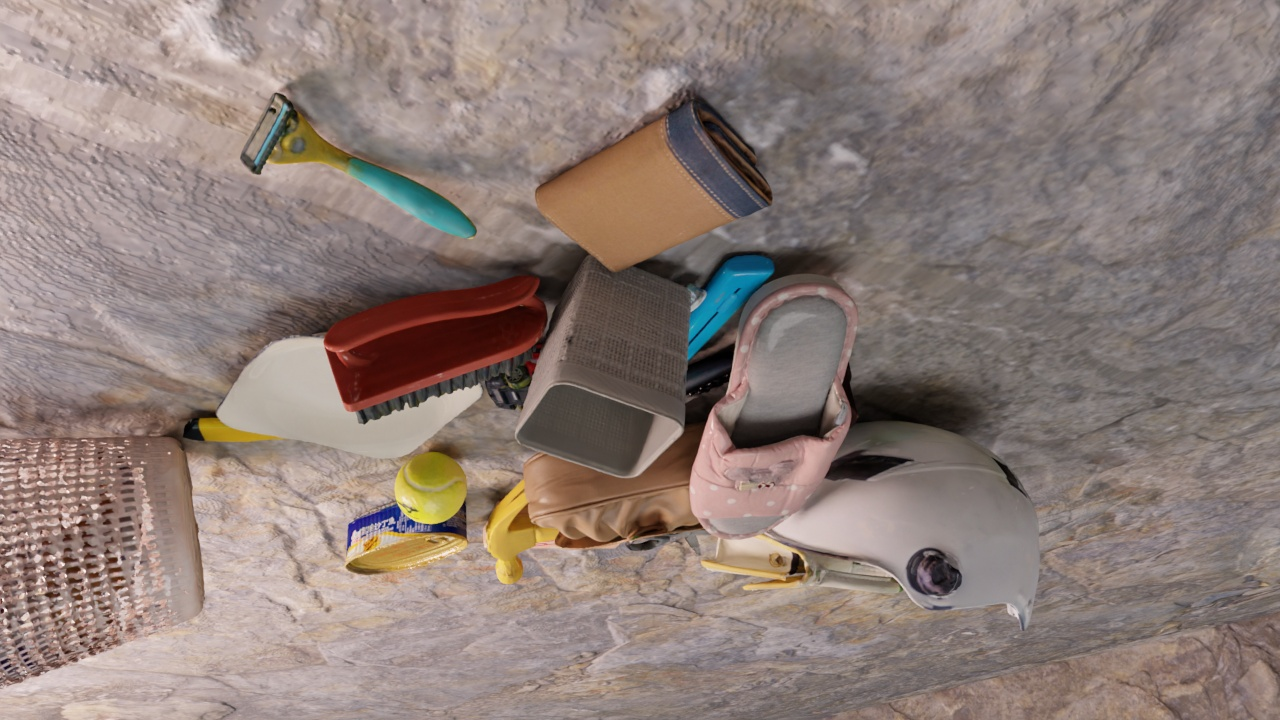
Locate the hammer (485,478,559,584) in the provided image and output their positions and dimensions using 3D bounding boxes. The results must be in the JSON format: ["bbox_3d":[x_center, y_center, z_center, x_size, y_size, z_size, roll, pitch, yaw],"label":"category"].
[{"bbox_3d":[-0.013,0.162,0.967,0.300,0.032,0.129,-8,130,-8],"label":"hammer"}]

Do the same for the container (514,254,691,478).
[{"bbox_3d":[-0.020,0.001,0.609,0.090,0.114,0.090,20,144,-16],"label":"container"}]

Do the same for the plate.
[{"bbox_3d":[-0.219,0.020,0.695,0.164,0.034,0.164,17,142,-37],"label":"plate"}]

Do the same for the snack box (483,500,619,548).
[{"bbox_3d":[-0.090,0.184,1.023,0.157,0.026,0.085,4,149,-19],"label":"snack box"}]

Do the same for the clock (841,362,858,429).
[{"bbox_3d":[0.133,0.026,0.759,0.082,0.055,0.122,-19,147,22],"label":"clock"}]

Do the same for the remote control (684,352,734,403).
[{"bbox_3d":[0.042,0.018,0.749,0.137,0.024,0.053,-28,169,33],"label":"remote control"}]

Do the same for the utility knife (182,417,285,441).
[{"bbox_3d":[-0.278,0.055,0.765,0.192,0.015,0.033,0,153,-13],"label":"utility knife"}]

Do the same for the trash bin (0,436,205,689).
[{"bbox_3d":[-0.455,0.148,0.718,0.191,0.227,0.228,-8,153,-25],"label":"trash bin"}]

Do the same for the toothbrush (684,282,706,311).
[{"bbox_3d":[-0.004,0.004,0.720,0.026,0.026,0.222,28,142,-10],"label":"toothbrush"}]

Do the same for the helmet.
[{"bbox_3d":[0.251,0.130,0.853,0.258,0.146,0.229,18,-179,-9],"label":"helmet"}]

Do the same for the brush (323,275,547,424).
[{"bbox_3d":[-0.130,-0.015,0.603,0.145,0.063,0.069,-18,144,-17],"label":"brush"}]

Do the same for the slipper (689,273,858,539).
[{"bbox_3d":[0.102,0.055,0.699,0.114,0.054,0.275,2,131,-10],"label":"slipper"}]

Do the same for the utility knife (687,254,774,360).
[{"bbox_3d":[0.047,-0.028,0.683,0.034,0.018,0.162,5,150,-22],"label":"utility knife"}]

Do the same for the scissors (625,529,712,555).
[{"bbox_3d":[0.054,0.199,1.074,0.178,0.014,0.160,-9,144,-29],"label":"scissors"}]

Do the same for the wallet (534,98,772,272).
[{"bbox_3d":[0.009,-0.098,0.539,0.115,0.033,0.090,-23,144,28],"label":"wallet"}]

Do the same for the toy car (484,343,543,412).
[{"bbox_3d":[-0.056,0.012,0.697,0.120,0.045,0.053,1,148,7],"label":"toy car"}]

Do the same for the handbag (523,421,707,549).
[{"bbox_3d":[-0.001,0.119,0.841,0.204,0.099,0.148,-9,161,-5],"label":"handbag"}]

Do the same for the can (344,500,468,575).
[{"bbox_3d":[-0.246,0.183,0.965,0.148,0.049,0.074,-22,148,24],"label":"can"}]

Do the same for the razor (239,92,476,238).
[{"bbox_3d":[-0.147,-0.099,0.506,0.132,0.028,0.043,23,108,-38],"label":"razor"}]

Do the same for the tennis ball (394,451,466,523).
[{"bbox_3d":[-0.192,0.117,0.841,0.065,0.065,0.066,-5,151,-3],"label":"tennis ball"}]

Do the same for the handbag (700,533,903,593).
[{"bbox_3d":[0.167,0.207,0.920,0.179,0.063,0.163,13,178,32],"label":"handbag"}]
